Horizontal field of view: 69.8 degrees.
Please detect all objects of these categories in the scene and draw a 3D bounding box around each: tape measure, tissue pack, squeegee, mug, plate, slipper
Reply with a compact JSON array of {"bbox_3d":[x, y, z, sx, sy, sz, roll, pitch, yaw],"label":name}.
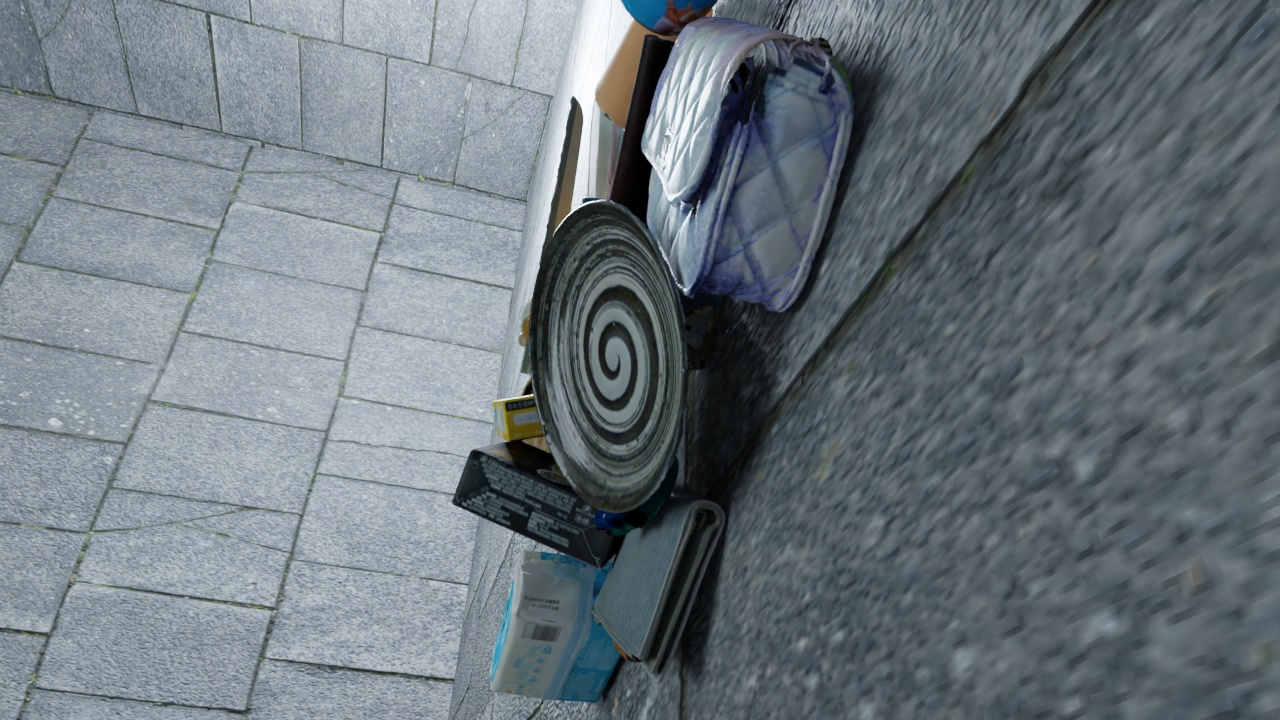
[{"bbox_3d":[0.000,0.076,0.549,0.055,0.025,0.058,-31,30,52],"label":"tape measure"},{"bbox_3d":[-0.058,0.199,0.687,0.063,0.090,0.140,-93,17,-49],"label":"tissue pack"},{"bbox_3d":[-0.068,-0.084,0.889,0.247,0.039,0.246,107,172,-79],"label":"squeegee"},{"bbox_3d":[0.014,-0.274,0.823,0.123,0.078,0.078,125,154,-53],"label":"mug"},{"bbox_3d":[-0.018,-0.002,0.532,0.180,0.024,0.179,10,102,56],"label":"plate"},{"bbox_3d":[-0.022,-0.134,0.898,0.114,0.054,0.274,135,134,-77],"label":"slipper"}]

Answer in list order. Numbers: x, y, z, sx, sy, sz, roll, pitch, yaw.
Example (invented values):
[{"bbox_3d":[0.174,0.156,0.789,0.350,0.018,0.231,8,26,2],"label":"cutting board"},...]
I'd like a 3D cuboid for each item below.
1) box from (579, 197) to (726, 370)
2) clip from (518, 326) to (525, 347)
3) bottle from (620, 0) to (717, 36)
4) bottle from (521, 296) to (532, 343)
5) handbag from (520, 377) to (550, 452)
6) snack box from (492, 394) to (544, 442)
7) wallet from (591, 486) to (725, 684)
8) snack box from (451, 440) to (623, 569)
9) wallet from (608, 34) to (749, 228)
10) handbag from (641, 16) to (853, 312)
[{"bbox_3d":[-0.001,-0.062,0.650,0.184,0.089,0.060,-108,28,-58],"label":"box"},{"bbox_3d":[-0.067,-0.026,0.951,0.093,0.103,0.034,-42,30,33],"label":"clip"},{"bbox_3d":[0.065,-0.264,0.503,0.219,0.065,0.065,-28,50,53],"label":"bottle"},{"bbox_3d":[-0.031,-0.077,0.770,0.189,0.068,0.068,-59,-3,-38],"label":"bottle"},{"bbox_3d":[-0.078,0.067,0.877,0.205,0.099,0.147,131,141,-69],"label":"handbag"},{"bbox_3d":[-0.066,0.039,0.705,0.140,0.087,0.033,176,85,-78],"label":"snack box"},{"bbox_3d":[0.010,0.129,0.557,0.130,0.037,0.106,172,119,-77],"label":"wallet"},{"bbox_3d":[-0.061,0.103,0.669,0.125,0.113,0.053,-2,-67,-80],"label":"snack box"},{"bbox_3d":[0.026,-0.148,0.620,0.020,0.096,0.122,31,114,41],"label":"wallet"},{"bbox_3d":[0.047,-0.115,0.503,0.193,0.075,0.134,-108,31,-66],"label":"handbag"}]
